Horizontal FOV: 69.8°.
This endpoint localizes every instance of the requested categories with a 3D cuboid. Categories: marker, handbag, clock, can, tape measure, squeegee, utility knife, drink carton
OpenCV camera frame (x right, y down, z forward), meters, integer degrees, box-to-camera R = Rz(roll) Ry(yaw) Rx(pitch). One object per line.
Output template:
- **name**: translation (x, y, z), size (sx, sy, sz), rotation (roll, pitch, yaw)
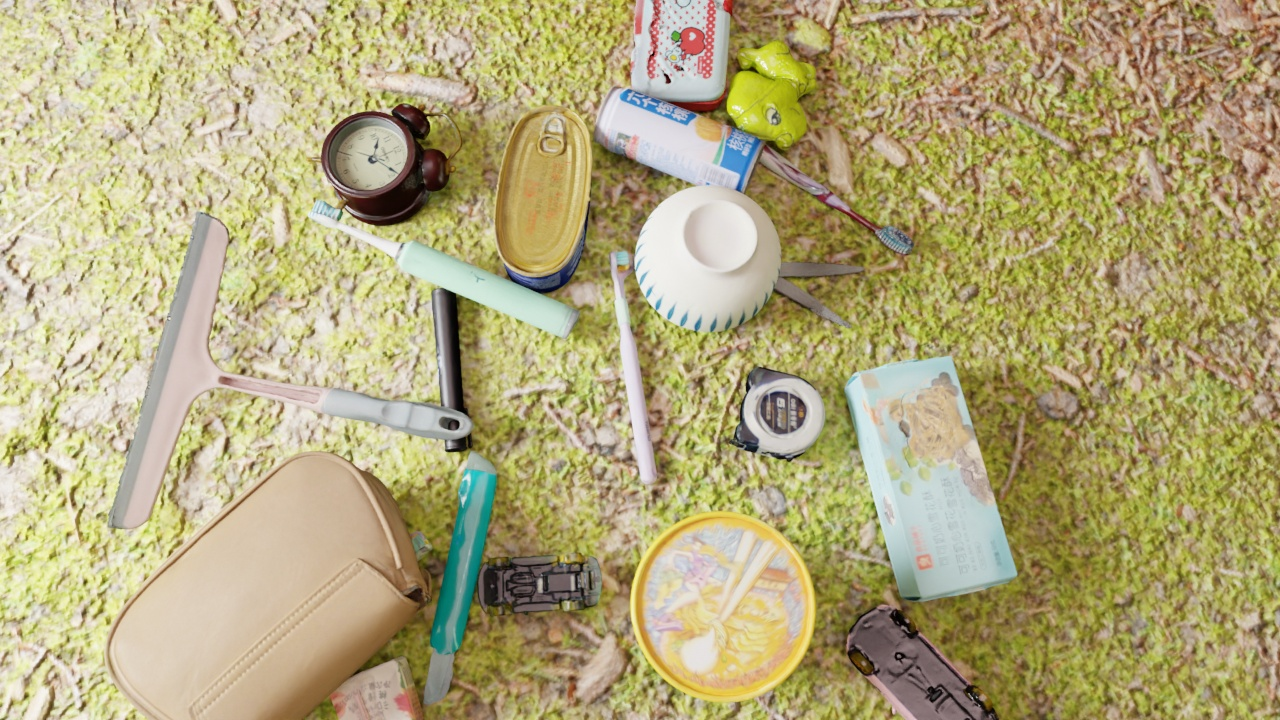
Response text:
- **marker**: translation (-0.149, 0.006, 0.723), size (0.022, 0.020, 0.132), rotation (-4, 76, -17)
- **handbag**: translation (-0.245, 0.168, 0.629), size (0.204, 0.100, 0.148), rotation (-42, 67, -8)
- **clock**: translation (-0.203, -0.162, 0.747), size (0.122, 0.055, 0.082), rotation (-25, 77, -5)
- **can**: translation (0.031, -0.180, 0.758), size (0.134, 0.053, 0.053), rotation (22, 76, 5)
- **tape measure**: translation (0.108, 0.044, 0.712), size (0.066, 0.033, 0.065), rotation (16, 77, 5)
- **squeegee**: translation (-0.247, 0.030, 0.704), size (0.249, 0.040, 0.247), rotation (11, 79, 3)
- **utility knife**: translation (-0.136, 0.160, 0.686), size (0.029, 0.013, 0.186), rotation (9, 74, 3)
- **can**: translation (-0.077, -0.130, 0.745), size (0.074, 0.049, 0.148), rotation (6, 75, 0)
- **drink carton**: translation (-0.174, 0.275, 0.639), size (0.053, 0.045, 0.122), rotation (-20, 77, -7)

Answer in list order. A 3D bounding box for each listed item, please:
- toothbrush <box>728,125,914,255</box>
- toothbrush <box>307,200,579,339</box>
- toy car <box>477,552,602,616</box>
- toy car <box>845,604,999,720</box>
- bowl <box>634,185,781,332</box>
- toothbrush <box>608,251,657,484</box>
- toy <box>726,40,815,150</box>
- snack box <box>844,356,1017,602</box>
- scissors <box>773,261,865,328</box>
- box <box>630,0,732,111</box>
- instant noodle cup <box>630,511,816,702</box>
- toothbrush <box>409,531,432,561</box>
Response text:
- **toothbrush**: translation (0.149, -0.145, 0.770), size (0.187, 0.017, 0.016), rotation (36, 78, 8)
- **toothbrush**: translation (-0.154, -0.071, 0.722), size (0.224, 0.026, 0.027), rotation (23, 73, -5)
- **toy car**: translation (-0.074, 0.165, 0.675), size (0.091, 0.036, 0.043), rotation (-2, 76, -3)
- **toy car**: translation (0.203, 0.234, 0.664), size (0.056, 0.037, 0.122), rotation (-38, 67, -13)
- **bowl**: translation (0.055, -0.086, 0.713), size (0.116, 0.066, 0.116), rotation (1, 76, -4)
- **toothbrush**: translation (-0.004, 0.004, 0.728), size (0.021, 0.029, 0.189), rotation (-17, 74, 36)
- **toy**: translation (0.109, -0.227, 0.781), size (0.096, 0.031, 0.100), rotation (44, 68, 11)
- **snack box**: translation (0.216, 0.088, 0.693), size (0.074, 0.052, 0.174), rotation (-11, 75, -5)
- **scissors**: translation (0.092, -0.076, 0.755), size (0.177, 0.014, 0.159), rotation (-24, 79, -9)
- **box**: translation (0.037, -0.314, 0.797), size (0.086, 0.047, 0.201), rotation (3, 76, 0)
- **instant noodle cup**: translation (0.051, 0.169, 0.636), size (0.118, 0.114, 0.118), rotation (0, 76, -2)
- **toothbrush**: translation (-0.230, 0.196, 0.673), size (0.189, 0.029, 0.020), rotation (-42, 121, -9)
